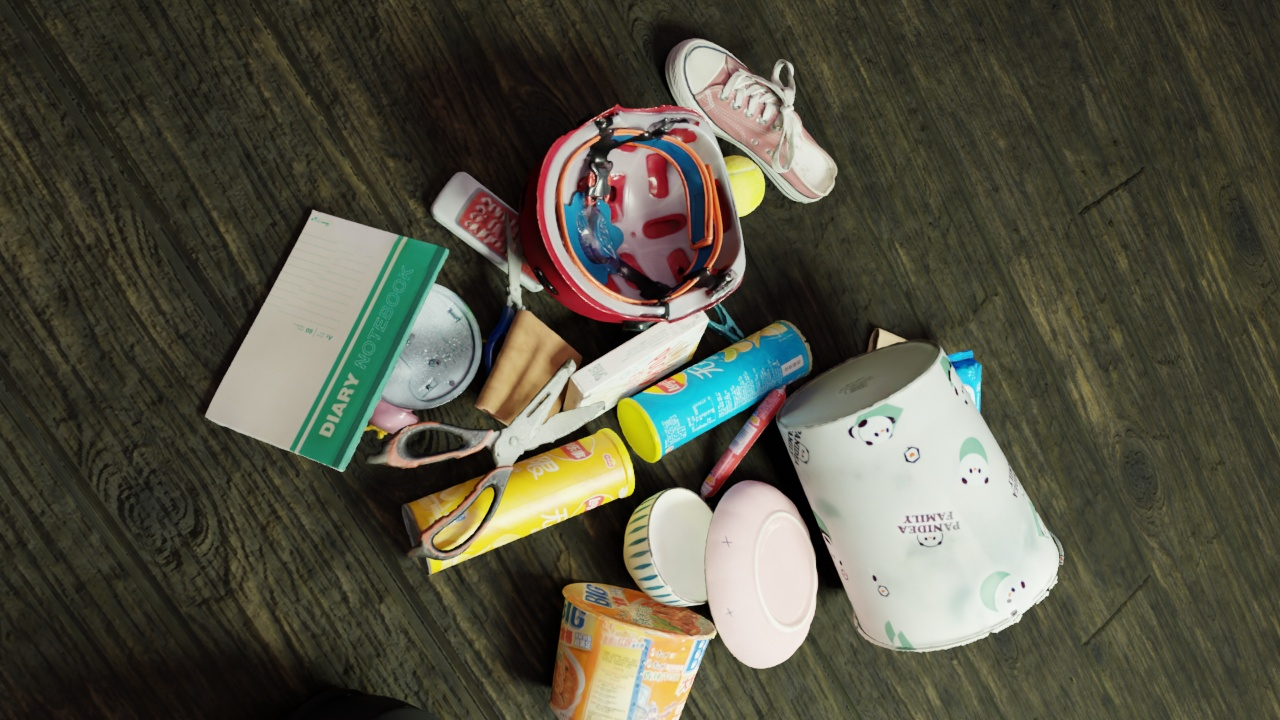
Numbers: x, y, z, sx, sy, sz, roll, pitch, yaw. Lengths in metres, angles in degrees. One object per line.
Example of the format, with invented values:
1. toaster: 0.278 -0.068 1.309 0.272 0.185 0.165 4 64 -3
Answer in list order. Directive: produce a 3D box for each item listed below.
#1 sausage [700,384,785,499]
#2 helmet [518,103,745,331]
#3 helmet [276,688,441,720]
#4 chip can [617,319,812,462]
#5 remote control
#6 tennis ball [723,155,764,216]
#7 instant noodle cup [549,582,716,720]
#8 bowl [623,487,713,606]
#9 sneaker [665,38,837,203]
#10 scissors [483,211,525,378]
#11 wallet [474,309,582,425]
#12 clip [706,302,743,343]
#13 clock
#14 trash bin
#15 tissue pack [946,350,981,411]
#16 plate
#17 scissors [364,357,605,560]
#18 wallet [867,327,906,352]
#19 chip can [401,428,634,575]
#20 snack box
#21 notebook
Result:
1. sausage: 0.107 0.088 0.973 0.020 0.020 0.156 31 103 -20
2. helmet: -0.026 -0.127 0.883 0.239 0.144 0.207 -16 91 -35
3. helmet: -0.243 0.391 0.710 0.274 0.230 0.233 -38 109 -14
4. chip can: 0.080 0.029 0.968 0.209 0.071 0.071 -27 98 -24
5. remote control: -0.140 -0.126 0.905 0.136 0.020 0.055 38 73 -18
6. tennis ball: 0.102 -0.189 0.995 0.065 0.066 0.065 2 86 -25
7. instant noodle cup: -0.014 0.288 0.871 0.151 0.151 0.111 16 88 -23
8. bowl: 0.026 0.192 0.924 0.116 0.066 0.116 25 52 -38
9. sneaker: 0.136 -0.267 1.003 0.241 0.088 0.118 39 72 -18
10. scissors: -0.125 -0.054 0.874 0.143 0.012 0.170 -54 137 -45
11. wallet: -0.104 0.018 0.881 0.115 0.020 0.101 40 69 -55
12. clip: 0.092 -0.038 1.009 0.055 0.013 0.037 44 71 -14
13. clock: -0.223 0.000 0.838 0.158 0.060 0.117 -45 105 -22
14. trash bin: 0.278 0.130 0.962 0.229 0.230 0.252 -32 100 -23
15. tissue pack: 0.356 0.069 1.083 0.094 0.052 0.157 -11 108 -27
16. plate: 0.136 0.219 0.952 0.192 0.039 0.192 18 66 -48
17. scissors: -0.135 0.083 0.814 0.224 0.015 0.189 7 84 -20
18. wallet: 0.319 0.020 1.103 0.115 0.024 0.087 19 82 -25
19. chip can: -0.113 0.131 0.872 0.213 0.072 0.072 -18 94 -24
20. snack box: -0.005 0.005 0.922 0.156 0.085 0.027 -30 71 -23
21. notebook: -0.270 -0.023 0.792 0.150 0.012 0.208 17 75 20
